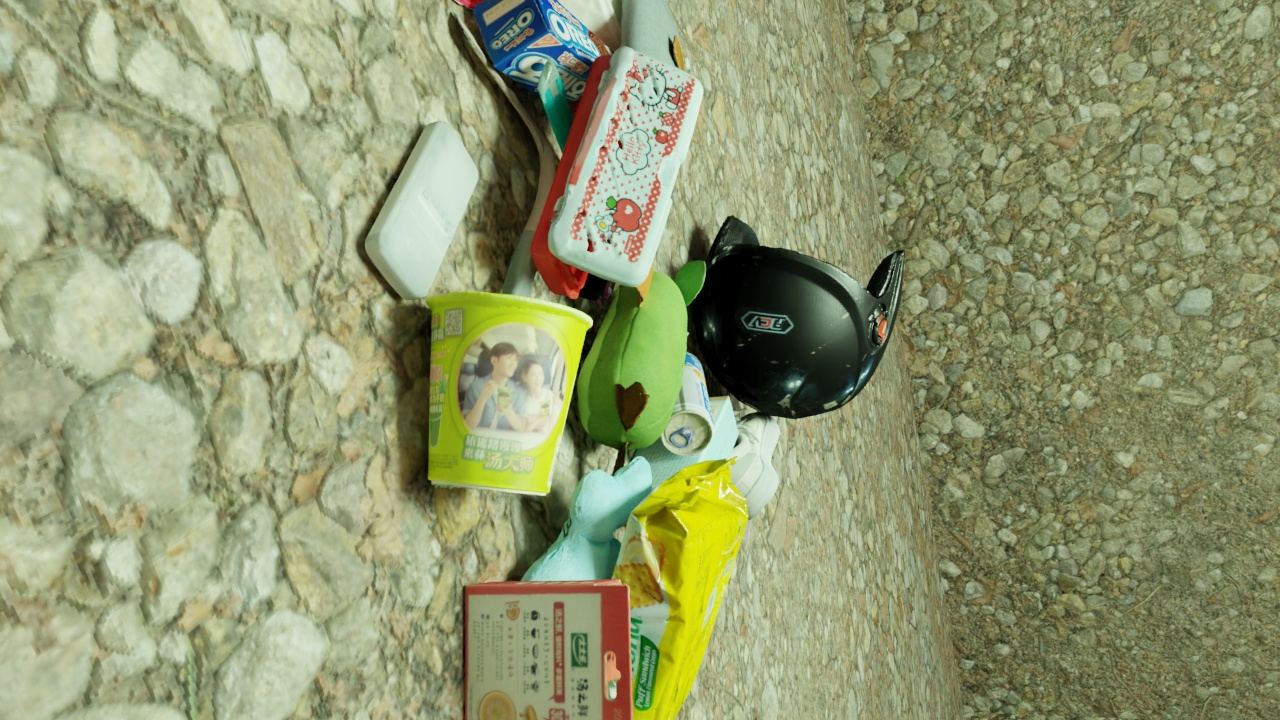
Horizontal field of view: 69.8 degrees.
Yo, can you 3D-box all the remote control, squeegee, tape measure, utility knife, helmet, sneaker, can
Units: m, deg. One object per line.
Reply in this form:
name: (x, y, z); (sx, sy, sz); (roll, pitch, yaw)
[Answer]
remote control: (-0.146, -0.104, 0.623); (0.056, 0.020, 0.135); (60, 32, -43)
squeegee: (-0.089, -0.101, 0.731); (0.247, 0.040, 0.249); (49, 41, -52)
tape measure: (-0.037, -0.080, 0.817); (0.057, 0.039, 0.057); (-62, 171, -67)
utility knife: (-0.052, -0.170, 0.779); (0.029, 0.013, 0.187); (-55, 147, -25)
helmet: (0.177, -0.047, 1.080); (0.274, 0.234, 0.230); (15, 88, -68)
sneaker: (0.107, 0.103, 1.079); (0.091, 0.090, 0.241); (38, 15, -3)
can: (0.042, 0.041, 0.916); (0.134, 0.053, 0.053); (-93, 166, -65)

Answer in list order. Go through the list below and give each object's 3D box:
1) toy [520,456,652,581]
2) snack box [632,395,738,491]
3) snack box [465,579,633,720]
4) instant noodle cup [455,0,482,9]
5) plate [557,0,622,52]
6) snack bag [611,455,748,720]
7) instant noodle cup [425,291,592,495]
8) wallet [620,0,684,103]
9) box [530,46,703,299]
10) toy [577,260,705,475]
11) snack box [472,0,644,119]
toy: (-0.042, 0.157, 0.714); (0.161, 0.050, 0.156); (-12, 113, -49)
snack box: (0.041, 0.100, 0.922); (0.174, 0.074, 0.052); (-56, 134, -56)
snack box: (-0.054, 0.205, 0.613); (0.044, 0.127, 0.113); (21, 65, -63)
instant noodle cup: (-0.120, -0.373, 0.703); (0.193, 0.066, 0.194); (-7, 90, -67)
plate: (-0.027, -0.381, 0.907); (0.204, 0.046, 0.204); (28, 58, -60)
snack bag: (0.022, 0.205, 0.755); (0.157, 0.068, 0.247); (-23, 130, -66)
instant noodle cup: (-0.094, 0.026, 0.610); (0.111, 0.112, 0.123); (23, 71, -63)
wallet: (0.016, -0.299, 0.876); (0.106, 0.037, 0.129); (40, 44, -54)
box: (-0.011, -0.147, 0.721); (0.095, 0.098, 0.201); (67, 35, -63)
toy: (-0.005, 0.005, 0.822); (0.246, 0.090, 0.227); (-74, 174, -48)
snack box: (-0.062, -0.253, 0.793); (0.207, 0.058, 0.057); (10, 58, -67)
